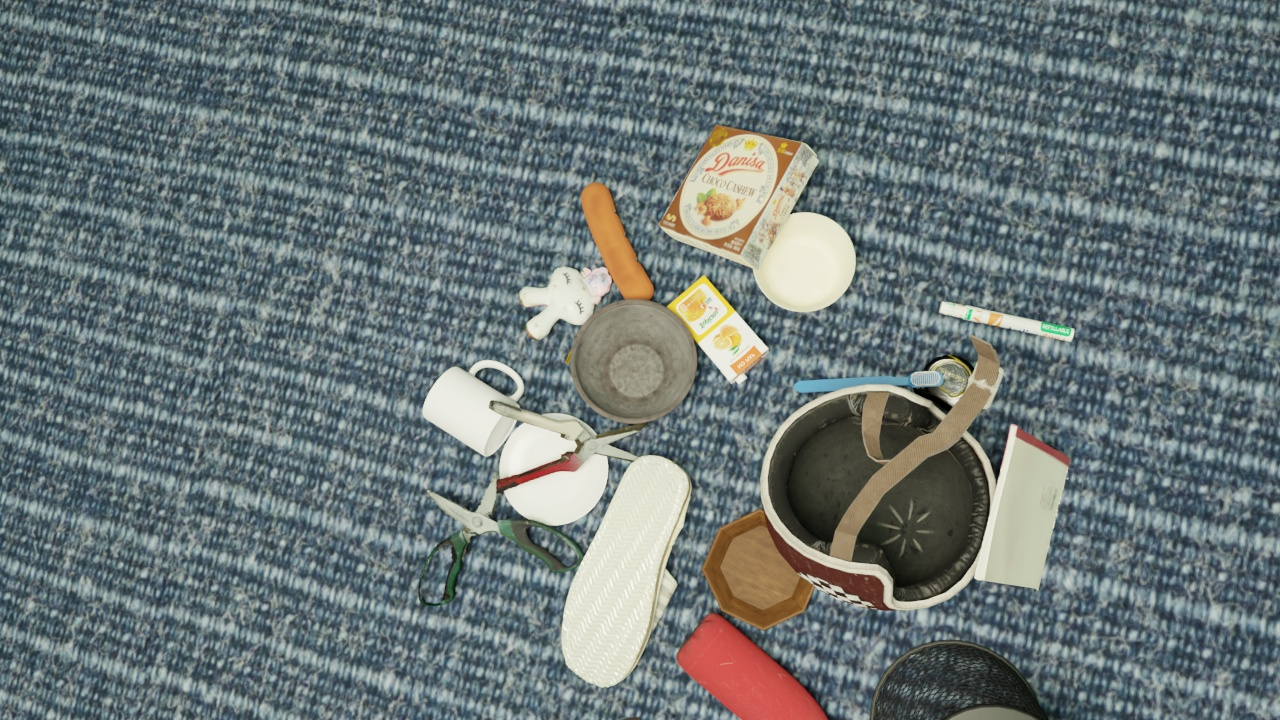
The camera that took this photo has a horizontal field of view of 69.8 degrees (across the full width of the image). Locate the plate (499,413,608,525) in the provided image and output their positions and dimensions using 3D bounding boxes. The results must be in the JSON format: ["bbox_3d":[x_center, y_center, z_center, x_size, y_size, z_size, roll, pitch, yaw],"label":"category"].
[{"bbox_3d":[-0.104,0.132,1.115,0.135,0.011,0.134,-1,83,9],"label":"plate"}]

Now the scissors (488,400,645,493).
[{"bbox_3d":[-0.099,0.097,1.072,0.199,0.015,0.179,-37,112,8],"label":"scissors"}]

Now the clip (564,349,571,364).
[{"bbox_3d":[-0.070,-0.014,1.112,0.046,0.048,0.054,28,87,-30],"label":"clip"}]

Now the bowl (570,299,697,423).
[{"bbox_3d":[-0.006,0.007,1.080,0.145,0.067,0.144,-1,79,3],"label":"bowl"}]

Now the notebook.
[{"bbox_3d":[0.397,0.157,0.942,0.012,0.208,0.153,12,84,39],"label":"notebook"}]

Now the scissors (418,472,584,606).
[{"bbox_3d":[-0.184,0.234,1.099,0.201,0.015,0.205,32,106,-6],"label":"scissors"}]

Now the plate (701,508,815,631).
[{"bbox_3d":[0.140,0.239,1.055,0.131,0.025,0.131,-1,83,9],"label":"plate"}]

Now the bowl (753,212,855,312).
[{"bbox_3d":[0.190,-0.108,1.068,0.115,0.062,0.115,-1,83,9],"label":"bowl"}]

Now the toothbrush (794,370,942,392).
[{"bbox_3d":[0.258,0.025,1.050,0.167,0.014,0.016,-4,78,20],"label":"toothbrush"}]

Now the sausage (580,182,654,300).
[{"bbox_3d":[-0.031,-0.143,1.118,0.039,0.044,0.164,-32,77,40],"label":"sausage"}]

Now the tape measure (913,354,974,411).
[{"bbox_3d":[0.350,0.025,1.040,0.062,0.034,0.061,34,96,25],"label":"tape measure"}]

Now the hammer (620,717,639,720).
[{"bbox_3d":[0.088,0.482,1.034,0.323,0.033,0.115,6,86,9],"label":"hammer"}]

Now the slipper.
[{"bbox_3d":[-0.013,0.241,1.066,0.114,0.054,0.272,18,91,14],"label":"slipper"}]

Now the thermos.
[{"bbox_3d":[0.150,0.381,1.013,0.240,0.073,0.073,38,90,11],"label":"thermos"}]

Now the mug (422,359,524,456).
[{"bbox_3d":[-0.194,0.048,1.115,0.090,0.074,0.110,31,63,11],"label":"mug"}]

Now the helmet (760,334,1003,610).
[{"bbox_3d":[0.244,0.131,0.935,0.234,0.253,0.233,4,67,35],"label":"helmet"}]

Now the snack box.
[{"bbox_3d":[0.112,-0.194,1.066,0.143,0.041,0.147,29,89,46],"label":"snack box"}]

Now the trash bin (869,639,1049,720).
[{"bbox_3d":[0.332,0.392,0.912,0.184,0.210,0.184,-1,83,9],"label":"trash bin"}]

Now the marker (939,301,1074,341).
[{"bbox_3d":[0.416,-0.045,1.047,0.145,0.017,0.017,13,86,10],"label":"marker"}]

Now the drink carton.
[{"bbox_3d":[0.094,-0.033,1.086,0.058,0.040,0.122,-40,79,3],"label":"drink carton"}]

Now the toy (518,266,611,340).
[{"bbox_3d":[-0.092,-0.077,1.124,0.122,0.038,0.079,-26,72,2],"label":"toy"}]
